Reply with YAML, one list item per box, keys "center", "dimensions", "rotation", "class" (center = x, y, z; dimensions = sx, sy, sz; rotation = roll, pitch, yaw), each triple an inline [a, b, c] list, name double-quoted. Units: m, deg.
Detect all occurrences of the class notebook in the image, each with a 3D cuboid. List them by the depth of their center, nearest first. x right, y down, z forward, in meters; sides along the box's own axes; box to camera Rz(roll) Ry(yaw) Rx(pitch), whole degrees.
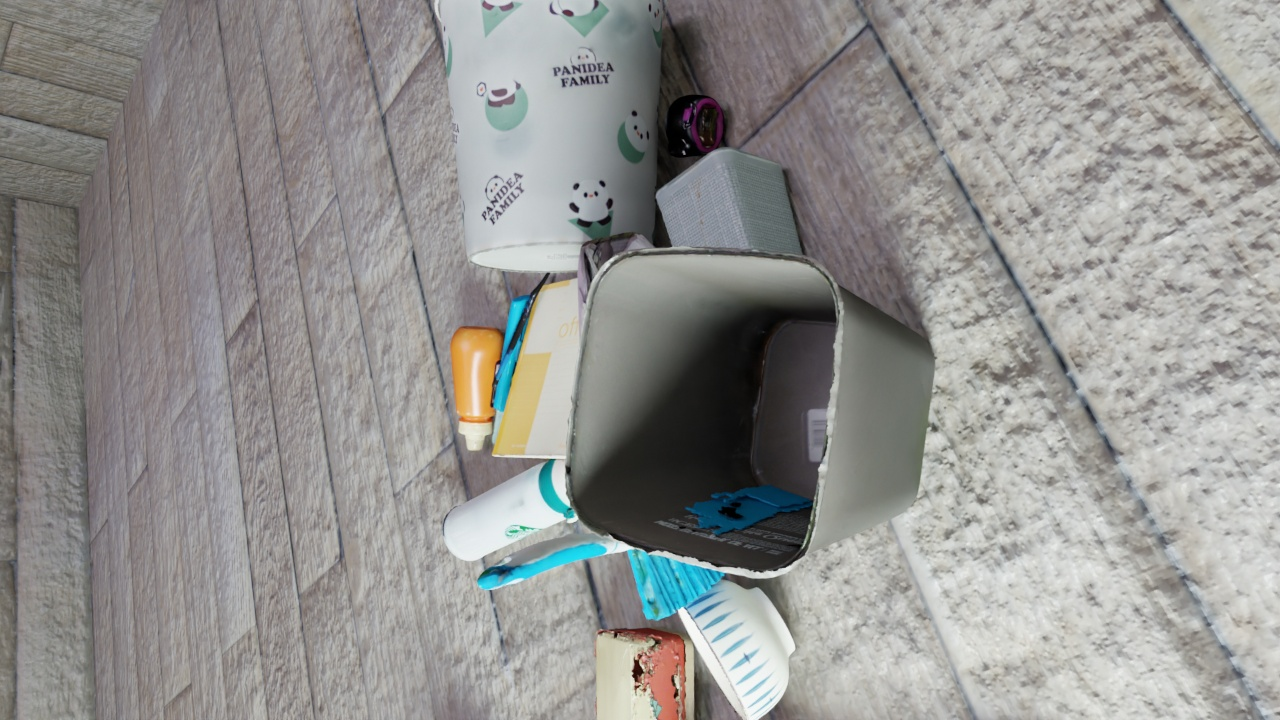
- center: [-0.090, 0.005, 0.984]
  dimensions: [0.146, 0.010, 0.206]
  rotation: [-5, 66, 47]
  class: "notebook"

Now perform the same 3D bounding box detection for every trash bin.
- center: [0.092, 0.037, 0.656]
  dimensions: [0.199, 0.219, 0.198]
  rotation: [7, 89, 38]
  class: "trash bin"
- center: [-0.084, -0.223, 0.904]
  dimensions: [0.230, 0.229, 0.252]
  rotation: [-4, 87, 47]
  class: "trash bin"

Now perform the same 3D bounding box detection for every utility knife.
- center: [-0.152, 0.014, 1.073]
  dimensions: [0.018, 0.034, 0.186]
  rotation: [19, 100, 37]
  class: "utility knife"

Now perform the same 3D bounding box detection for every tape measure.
- center: [0.053, -0.221, 0.867]
  dimensions: [0.039, 0.057, 0.058]
  rotation: [13, 108, 42]
  class: "tape measure"

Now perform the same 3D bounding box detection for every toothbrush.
- center: [-0.131, -0.056, 1.045]
  dimensions: [0.014, 0.016, 0.189]
  rotation: [24, 89, 63]
  class: "toothbrush"

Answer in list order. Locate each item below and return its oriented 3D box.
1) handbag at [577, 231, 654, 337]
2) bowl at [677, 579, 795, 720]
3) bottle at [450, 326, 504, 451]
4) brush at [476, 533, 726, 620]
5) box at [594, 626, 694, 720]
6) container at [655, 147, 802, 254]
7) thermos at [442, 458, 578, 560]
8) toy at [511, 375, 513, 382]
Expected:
- center: [-0.005, 0.005, 0.821]
  dimensions: [0.145, 0.098, 0.197]
  rotation: [-123, 26, -48]
  class: "handbag"
- center: [0.083, 0.228, 0.750]
  dimensions: [0.066, 0.116, 0.116]
  rotation: [-29, 52, -10]
  class: "bowl"
- center: [-0.196, 0.035, 1.099]
  dimensions: [0.067, 0.066, 0.149]
  rotation: [9, 99, 47]
  class: "bottle"
- center: [-0.005, 0.146, 0.682]
  dimensions: [0.061, 0.313, 0.109]
  rotation: [-16, 94, 31]
  class: "brush"
- center: [-0.004, 0.328, 0.821]
  dimensions: [0.091, 0.077, 0.168]
  rotation: [-19, 69, 61]
  class: "box"
- center: [0.081, -0.109, 0.801]
  dimensions: [0.090, 0.090, 0.111]
  rotation: [-29, 67, 42]
  class: "container"
- center: [-0.129, 0.161, 1.001]
  dimensions: [0.225, 0.073, 0.073]
  rotation: [-30, 63, 40]
  class: "thermos"
- center: [-0.111, 0.038, 1.026]
  dimensions: [0.097, 0.031, 0.100]
  rotation: [-46, 49, 32]
  class: "toy"
